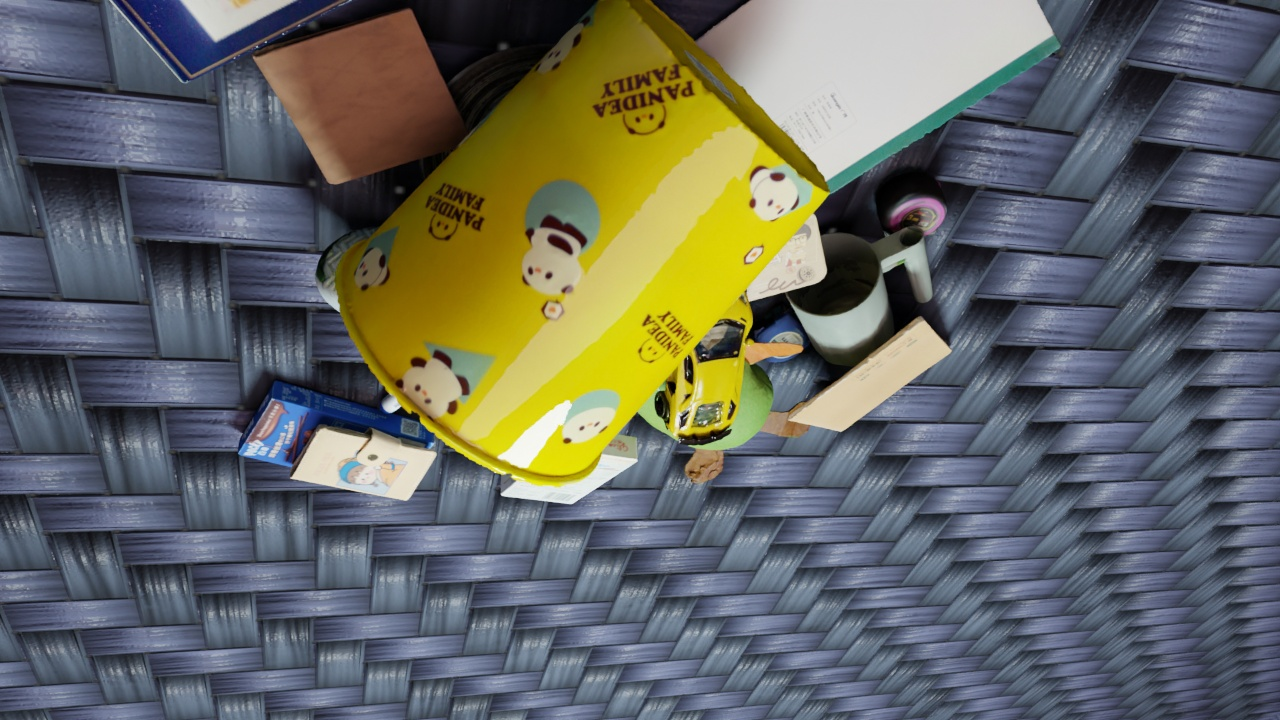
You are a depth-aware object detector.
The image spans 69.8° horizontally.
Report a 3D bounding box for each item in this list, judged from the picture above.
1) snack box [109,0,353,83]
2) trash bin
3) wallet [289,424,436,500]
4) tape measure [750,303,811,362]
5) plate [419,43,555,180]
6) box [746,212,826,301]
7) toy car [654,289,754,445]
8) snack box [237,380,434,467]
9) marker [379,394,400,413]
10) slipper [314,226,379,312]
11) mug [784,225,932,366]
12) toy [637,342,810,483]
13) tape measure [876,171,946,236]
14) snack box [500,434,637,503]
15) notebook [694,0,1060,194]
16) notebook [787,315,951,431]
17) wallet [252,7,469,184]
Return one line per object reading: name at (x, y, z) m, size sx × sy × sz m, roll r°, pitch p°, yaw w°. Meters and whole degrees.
snack box at (-0.235, -0.270, 0.504) m, size 0.182 × 0.045 × 0.178 m, roll -22°, pitch 137°, yaw 7°
trash bin at (-0.031, -0.084, 0.606) m, size 0.229 × 0.229 × 0.256 m, roll 29°, pitch 116°, yaw -37°
wallet at (-0.258, 0.094, 0.861) m, size 0.115 × 0.024 × 0.087 m, roll 19°, pitch 132°, yaw -30°
tape measure at (0.133, -0.025, 0.884) m, size 0.055 × 0.025 × 0.058 m, roll -33°, pitch 131°, yaw 21°
plate at (-0.075, -0.158, 0.686) m, size 0.179 × 0.024 × 0.180 m, roll -9°, pitch 138°, yaw -8°
box at (0.061, -0.099, 0.759) m, size 0.168 × 0.076 × 0.091 m, roll -15°, pitch 139°, yaw 9°
toy car at (0.054, 0.002, 0.761) m, size 0.071 × 0.041 × 0.156 m, roll -7°, pitch 125°, yaw -20°
snack box at (-0.286, 0.075, 0.868) m, size 0.157 × 0.026 × 0.085 m, roll 21°, pitch 127°, yaw -33°
marker at (-0.185, 0.005, 0.831) m, size 0.146 × 0.016 × 0.017 m, roll -36°, pitch 134°, yaw 21°
slipper at (-0.154, -0.020, 0.745) m, size 0.074 × 0.103 × 0.245 m, roll -34°, pitch 129°, yaw 29°
mug at (0.198, -0.059, 0.815) m, size 0.124 × 0.083 × 0.103 m, roll -24°, pitch 146°, yaw 11°
toy at (0.052, 0.025, 0.868) m, size 0.227 × 0.089 × 0.246 m, roll -23°, pitch 135°, yaw 26°
tape measure at (0.232, -0.133, 0.787) m, size 0.057 × 0.039 × 0.058 m, roll -4°, pitch 143°, yaw -2°
snack box at (-0.076, 0.109, 0.929) m, size 0.084 × 0.026 × 0.157 m, roll 12°, pitch 150°, yaw -26°
notebook at (0.161, -0.220, 0.641) m, size 0.209 × 0.012 × 0.150 m, roll -32°, pitch 105°, yaw 17°
notebook at (0.229, 0.020, 0.895) m, size 0.148 × 0.008 × 0.207 m, roll -39°, pitch 159°, yaw 16°
wallet at (-0.184, -0.175, 0.618) m, size 0.115 × 0.020 × 0.101 m, roll -11°, pitch 132°, yaw 11°
